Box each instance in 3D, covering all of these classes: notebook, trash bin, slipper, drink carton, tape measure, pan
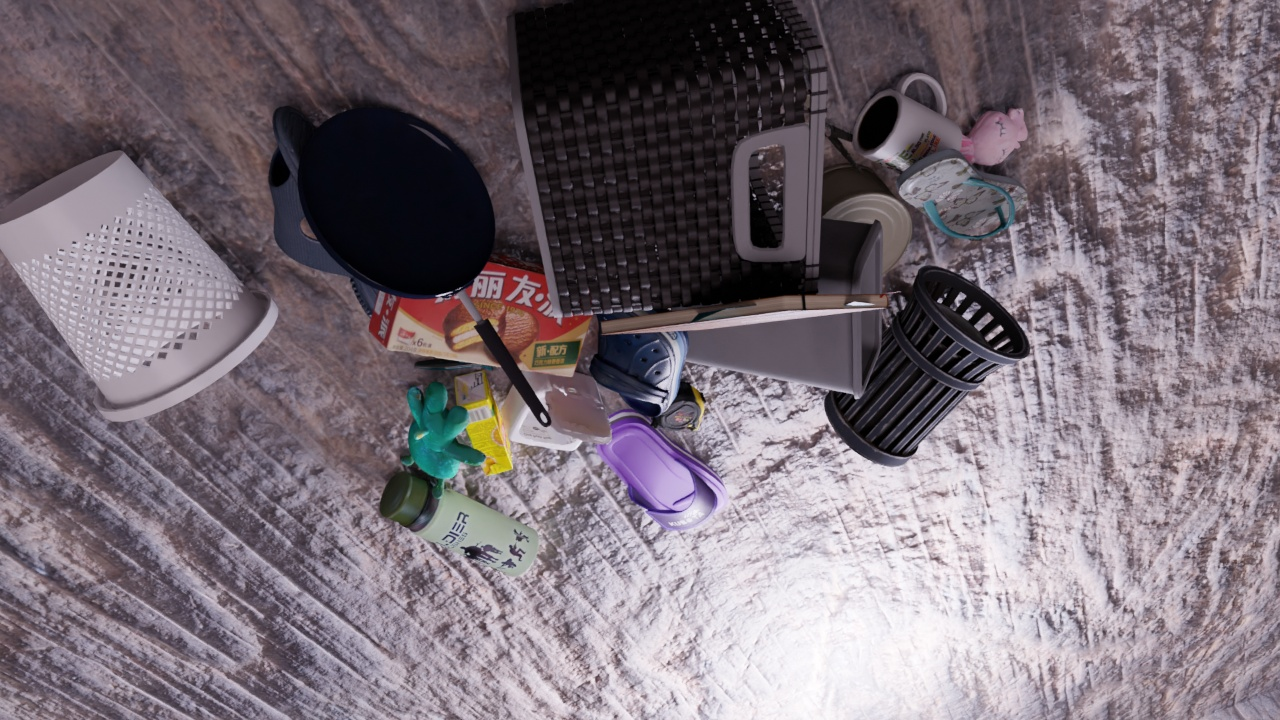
[{"bbox_3d":[0.096,-0.044,0.883,0.178,0.014,0.250,-5,180,-45],"label":"notebook"},{"bbox_3d":[-0.495,-0.080,0.885,0.195,0.195,0.200,-22,122,5],"label":"trash bin"},{"bbox_3d":[0.365,-0.171,1.033,0.098,0.054,0.268,-31,157,35],"label":"slipper"},{"bbox_3d":[0.150,-0.070,1.030,0.220,0.097,0.192,11,137,25],"label":"trash bin"},{"bbox_3d":[-0.197,0.081,1.170,0.043,0.058,0.135,-14,133,-3],"label":"drink carton"},{"bbox_3d":[0.050,0.063,1.228,0.071,0.042,0.072,6,132,-18],"label":"tape measure"},{"bbox_3d":[0.035,0.178,1.294,0.107,0.084,0.266,-33,130,14],"label":"slipper"},{"bbox_3d":[-0.325,-0.127,0.932,0.082,0.101,0.264,-18,135,0],"label":"slipper"},{"bbox_3d":[0.357,0.017,1.190,0.164,0.164,0.228,15,129,-25],"label":"trash bin"},{"bbox_3d":[-0.188,-0.084,0.887,0.021,0.198,0.356,-29,96,46],"label":"pan"},{"bbox_3d":[-0.006,0.006,1.085,0.095,0.105,0.253,-50,156,-20],"label":"slipper"}]

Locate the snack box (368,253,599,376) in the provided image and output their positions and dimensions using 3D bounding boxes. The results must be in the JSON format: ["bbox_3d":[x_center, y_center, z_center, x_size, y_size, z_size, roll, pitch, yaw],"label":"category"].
[{"bbox_3d":[-0.163,-0.057,0.998,0.236,0.060,0.113,10,105,-40],"label":"snack box"}]

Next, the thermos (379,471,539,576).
[{"bbox_3d":[-0.248,0.223,1.270,0.082,0.082,0.231,-41,127,20],"label":"thermos"}]

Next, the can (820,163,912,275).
[{"bbox_3d":[0.239,-0.156,1.063,0.127,0.073,0.128,-7,131,-8],"label":"can"}]

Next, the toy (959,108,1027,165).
[{"bbox_3d":[0.387,-0.246,1.042,0.110,0.047,0.063,-22,123,10],"label":"toy"}]

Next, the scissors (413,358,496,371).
[{"bbox_3d":[-0.206,-0.013,1.113,0.156,0.019,0.124,-22,134,3],"label":"scissors"}]

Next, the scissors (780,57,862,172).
[{"bbox_3d":[0.190,-0.256,0.973,0.157,0.013,0.162,-33,110,-39],"label":"scissors"}]

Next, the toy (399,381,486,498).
[{"bbox_3d":[-0.256,0.097,1.137,0.072,0.130,0.194,-37,166,-36],"label":"toy"}]

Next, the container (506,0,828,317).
[{"bbox_3d":[0.017,-0.201,0.860,0.243,0.245,0.248,-9,132,-2],"label":"container"}]

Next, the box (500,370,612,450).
[{"bbox_3d":[-0.093,0.077,1.137,0.108,0.136,0.129,12,127,-33],"label":"box"}]

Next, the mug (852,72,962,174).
[{"bbox_3d":[0.295,-0.257,0.998,0.089,0.073,0.105,17,98,-26],"label":"mug"}]
